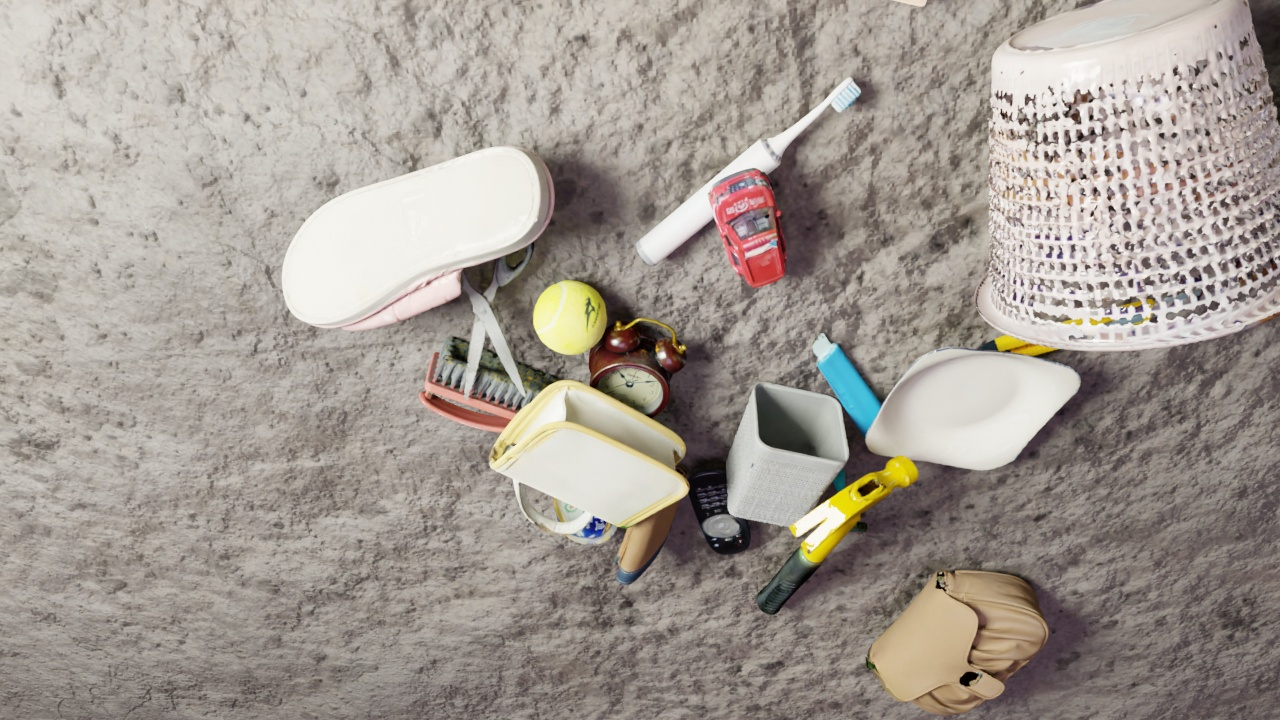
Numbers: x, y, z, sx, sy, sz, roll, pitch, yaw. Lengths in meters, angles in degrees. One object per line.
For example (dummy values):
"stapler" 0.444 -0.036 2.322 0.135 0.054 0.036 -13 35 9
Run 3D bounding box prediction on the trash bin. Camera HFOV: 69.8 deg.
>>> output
"trash bin" 0.336 -0.141 0.637 0.228 0.227 0.192 -14 114 14

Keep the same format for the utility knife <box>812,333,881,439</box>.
"utility knife" 0.208 0.033 0.888 0.034 0.018 0.162 -33 120 11

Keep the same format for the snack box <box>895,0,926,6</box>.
"snack box" 0.132 -0.299 0.621 0.157 0.026 0.085 10 129 -5

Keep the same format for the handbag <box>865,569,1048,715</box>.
"handbag" 0.368 0.333 1.066 0.147 0.099 0.205 20 123 -9

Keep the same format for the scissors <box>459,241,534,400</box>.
"scissors" -0.138 -0.051 0.809 0.160 0.014 0.178 -43 101 15

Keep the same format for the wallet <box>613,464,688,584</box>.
"wallet" 0.011 0.173 0.968 0.033 0.090 0.115 30 129 16

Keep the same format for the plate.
"plate" 0.307 0.039 0.866 0.163 0.034 0.165 10 137 -10

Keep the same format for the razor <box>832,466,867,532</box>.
"razor" 0.208 0.135 0.961 0.043 0.028 0.133 -3 135 22

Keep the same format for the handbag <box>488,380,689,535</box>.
"handbag" -0.062 0.105 0.871 0.163 0.063 0.179 30 131 -26

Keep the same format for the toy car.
"toy car" 0.091 -0.105 0.747 0.053 0.045 0.120 -23 144 6

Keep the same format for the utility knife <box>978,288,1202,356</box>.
"utility knife" 0.405 -0.030 0.829 0.192 0.015 0.033 -17 129 16

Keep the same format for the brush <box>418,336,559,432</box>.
"brush" -0.135 0.037 0.880 0.145 0.063 0.069 21 115 -16

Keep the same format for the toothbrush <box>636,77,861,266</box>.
"toothbrush" 0.083 -0.151 0.743 0.222 0.026 0.026 -37 94 27

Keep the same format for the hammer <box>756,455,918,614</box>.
"hammer" 0.180 0.201 0.963 0.128 0.033 0.302 -23 154 -26

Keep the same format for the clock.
"clock" -0.005 0.005 0.851 0.082 0.055 0.122 19 130 -11

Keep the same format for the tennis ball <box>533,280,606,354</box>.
"tennis ball" -0.062 -0.038 0.814 0.065 0.065 0.066 1 128 2

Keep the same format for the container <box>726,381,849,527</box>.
"container" 0.137 0.097 0.899 0.090 0.090 0.115 13 131 -7

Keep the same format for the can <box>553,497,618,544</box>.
"can" -0.055 0.126 0.954 0.074 0.049 0.148 1 128 1

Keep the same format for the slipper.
"slipper" -0.184 -0.098 0.755 0.275 0.114 0.054 -19 170 24

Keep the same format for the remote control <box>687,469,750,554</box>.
"remote control" 0.085 0.160 0.991 0.053 0.024 0.136 -13 128 10
